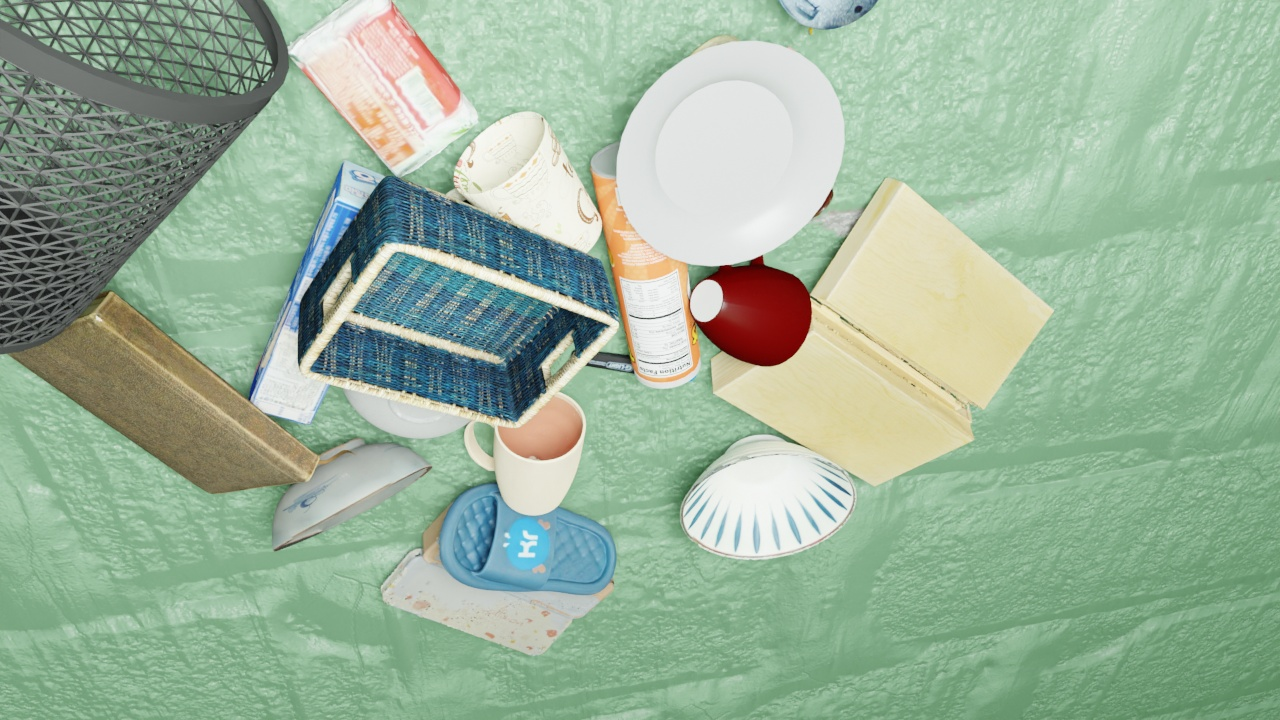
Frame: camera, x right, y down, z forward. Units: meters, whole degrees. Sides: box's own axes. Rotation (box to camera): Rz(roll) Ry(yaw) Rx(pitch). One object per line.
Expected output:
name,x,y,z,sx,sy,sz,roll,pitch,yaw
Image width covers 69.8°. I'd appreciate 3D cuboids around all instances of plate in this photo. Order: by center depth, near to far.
plate,0.065,-0.150,0.676,0.172,0.019,0.173,-8,127,-11

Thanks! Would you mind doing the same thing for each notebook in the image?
notebook,-0.359,0.033,0.722,0.191,0.034,0.215,-9,135,32

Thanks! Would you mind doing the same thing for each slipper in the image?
slipper,-0.102,0.180,0.912,0.213,0.103,0.059,20,154,-38

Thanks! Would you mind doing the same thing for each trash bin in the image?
trash bin,-0.369,-0.141,0.539,0.217,0.216,0.244,30,121,-31

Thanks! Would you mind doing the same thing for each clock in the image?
clock,0.137,-0.294,0.639,0.088,0.051,0.125,23,117,-26

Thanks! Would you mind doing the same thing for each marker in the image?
marker,-0.005,0.005,0.856,0.123,0.015,0.018,8,125,-18

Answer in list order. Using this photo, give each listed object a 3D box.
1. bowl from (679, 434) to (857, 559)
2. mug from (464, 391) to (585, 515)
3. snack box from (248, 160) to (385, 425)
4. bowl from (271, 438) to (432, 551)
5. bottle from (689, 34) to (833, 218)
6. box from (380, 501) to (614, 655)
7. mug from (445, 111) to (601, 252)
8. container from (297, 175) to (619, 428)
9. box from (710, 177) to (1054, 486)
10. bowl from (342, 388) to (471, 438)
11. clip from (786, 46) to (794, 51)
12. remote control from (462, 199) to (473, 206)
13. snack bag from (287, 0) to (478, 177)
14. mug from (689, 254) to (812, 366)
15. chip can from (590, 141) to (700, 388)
bowl,0.125,0.126,0.938,0.177,0.070,0.178,-2,135,-3
mug,-0.111,0.086,0.857,0.111,0.085,0.105,18,137,6
snack box,-0.245,-0.046,0.714,0.059,0.059,0.227,19,126,-26
bowl,-0.266,0.110,0.818,0.151,0.150,0.057,-30,87,9
bottle,0.095,-0.175,0.716,0.057,0.056,0.162,-37,127,14
box,-0.150,0.239,0.987,0.216,0.042,0.149,32,118,-32
mug,-0.096,-0.117,0.697,0.122,0.080,0.097,-17,138,24
container,-0.131,-0.035,0.663,0.187,0.071,0.146,18,132,-37
box,0.236,-0.008,0.873,0.247,0.096,0.261,28,110,-32
bowl,-0.187,0.014,0.784,0.131,0.064,0.132,-7,128,-9
clip,0.126,-0.220,0.714,0.057,0.022,0.035,30,112,-37
remote control,-0.135,-0.116,0.732,0.125,0.010,0.039,-17,129,-1
snack bag,-0.178,-0.195,0.645,0.077,0.036,0.116,-31,128,11
mug,0.085,-0.056,0.782,0.087,0.114,0.088,-7,167,45
chip can,0.008,-0.075,0.767,0.062,0.062,0.211,-14,129,-3
